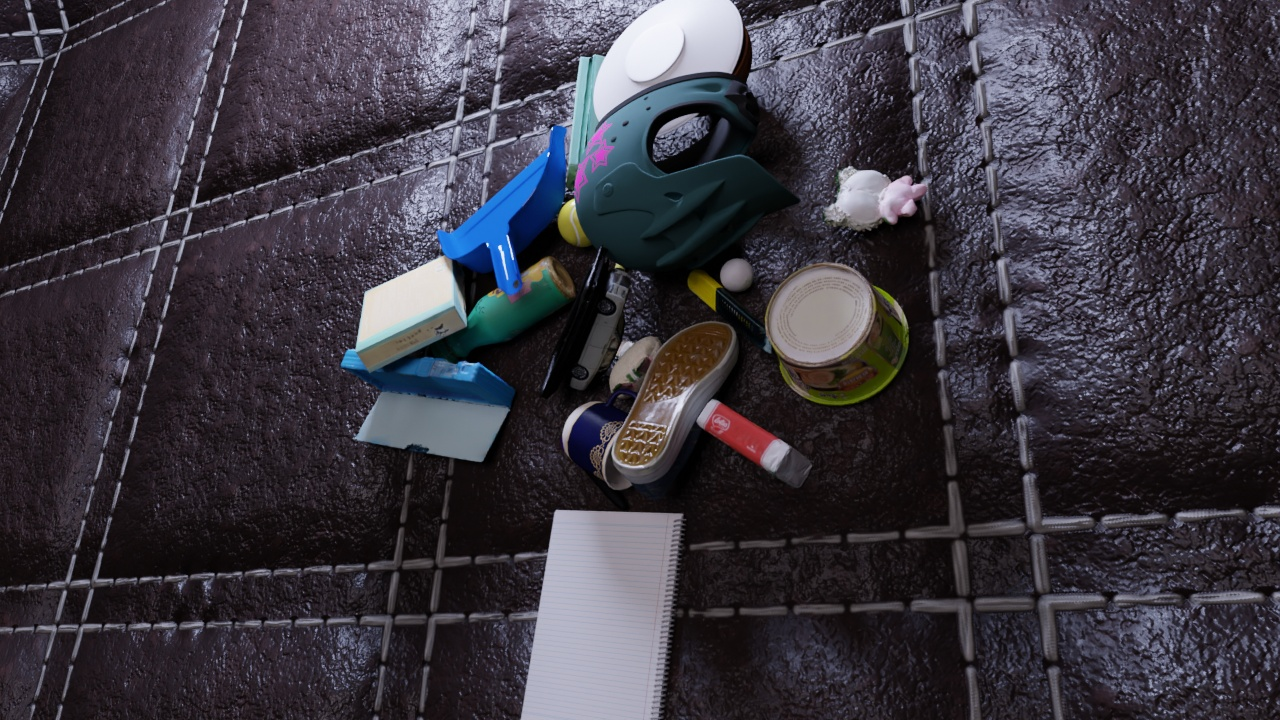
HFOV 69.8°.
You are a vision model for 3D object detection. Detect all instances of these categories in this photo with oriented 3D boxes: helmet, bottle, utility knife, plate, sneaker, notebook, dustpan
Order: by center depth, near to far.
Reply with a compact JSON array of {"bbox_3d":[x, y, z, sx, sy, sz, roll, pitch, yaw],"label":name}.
[{"bbox_3d":[-0.042,0.291,1.030,0.178,0.013,0.245,-4,67,30],"label":"notebook"},{"bbox_3d":[0.043,0.054,1.039,0.087,0.079,0.234,12,52,29],"label":"sneaker"},{"bbox_3d":[0.106,-0.059,1.075,0.172,0.020,0.029,49,130,45],"label":"utility knife"},{"bbox_3d":[0.045,-0.207,1.088,0.276,0.176,0.200,-21,59,35],"label":"helmet"},{"bbox_3d":[0.025,-0.394,1.198,0.230,0.030,0.229,-16,60,29],"label":"plate"},{"bbox_3d":[-0.188,-0.059,1.231,0.210,0.068,0.068,-31,57,15],"label":"bottle"},{"bbox_3d":[-0.178,-0.176,1.242,0.246,0.059,0.257,-37,47,20],"label":"dustpan"}]

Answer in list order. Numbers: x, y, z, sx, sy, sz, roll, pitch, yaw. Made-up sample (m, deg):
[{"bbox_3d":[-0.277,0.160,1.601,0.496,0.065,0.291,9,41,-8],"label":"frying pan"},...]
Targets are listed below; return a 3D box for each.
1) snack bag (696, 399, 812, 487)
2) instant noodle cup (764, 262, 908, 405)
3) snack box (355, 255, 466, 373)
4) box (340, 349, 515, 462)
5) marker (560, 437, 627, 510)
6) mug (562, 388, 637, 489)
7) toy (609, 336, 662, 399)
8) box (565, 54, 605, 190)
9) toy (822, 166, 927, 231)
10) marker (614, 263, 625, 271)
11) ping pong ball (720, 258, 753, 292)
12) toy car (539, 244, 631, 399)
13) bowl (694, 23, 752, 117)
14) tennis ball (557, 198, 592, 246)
[{"bbox_3d":[0.122,0.089,0.985,0.116,0.077,0.036,33,89,35],"label":"snack bag"},{"bbox_3d":[0.205,-0.033,0.979,0.146,0.098,0.146,-12,63,25],"label":"instant noodle cup"},{"bbox_3d":[-0.312,-0.071,1.255,0.141,0.044,0.193,-25,30,2],"label":"snack box"},{"bbox_3d":[-0.299,0.061,1.226,0.244,0.094,0.115,5,68,31],"label":"box"},{"bbox_3d":[-0.057,0.136,1.105,0.134,0.015,0.018,44,122,35],"label":"marker"},{"bbox_3d":[-0.039,0.081,1.070,0.089,0.085,0.112,25,103,37],"label":"mug"},{"bbox_3d":[-0.007,0.006,1.110,0.050,0.112,0.087,36,101,-7],"label":"toy"},{"bbox_3d":[-0.050,-0.333,1.296,0.093,0.077,0.187,6,67,-5],"label":"box"},{"bbox_3d":[0.268,-0.181,1.044,0.109,0.041,0.095,8,59,28],"label":"toy"},{"bbox_3d":[-0.013,-0.180,1.218,0.014,0.014,0.132,2,70,30],"label":"marker"},{"bbox_3d":[0.115,-0.102,1.095,0.040,0.040,0.040,-12,64,25],"label":"ping pong ball"},{"bbox_3d":[-0.057,-0.035,1.107,0.093,0.071,0.192,-80,12,-50],"label":"toy car"},{"bbox_3d":[0.090,-0.374,1.209,0.148,0.069,0.147,-16,60,29],"label":"bowl"},{"bbox_3d":[-0.078,-0.185,1.225,0.065,0.065,0.065,-12,64,25],"label":"tennis ball"}]
